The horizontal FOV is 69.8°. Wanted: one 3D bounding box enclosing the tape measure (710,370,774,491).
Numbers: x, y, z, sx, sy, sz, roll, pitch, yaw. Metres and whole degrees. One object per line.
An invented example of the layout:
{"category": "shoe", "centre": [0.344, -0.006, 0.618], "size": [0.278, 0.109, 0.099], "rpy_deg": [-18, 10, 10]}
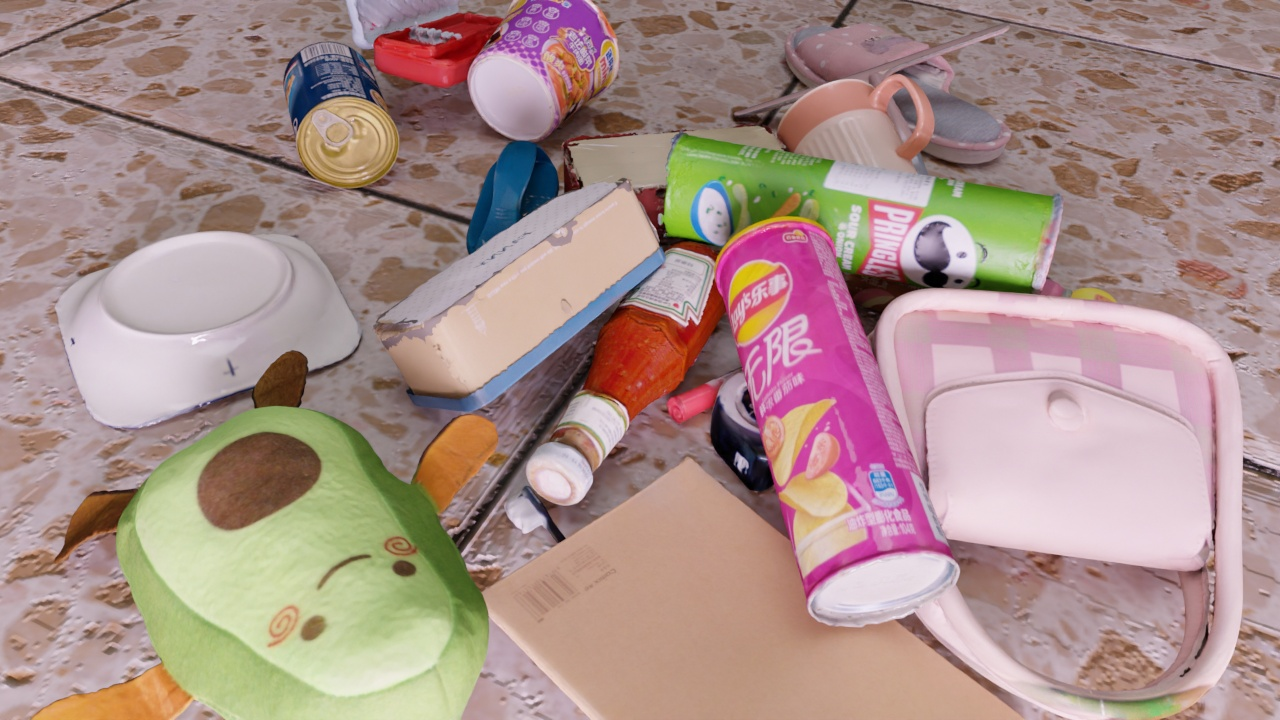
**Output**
{"category": "tape measure", "centre": [0.074, 0.036, 0.528], "size": [0.065, 0.034, 0.066], "rpy_deg": [-18, 49, -26]}

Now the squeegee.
{"category": "squeegee", "centre": [0.211, -0.173, 0.740], "size": [0.248, 0.040, 0.249], "rpy_deg": [-16, 54, 11]}

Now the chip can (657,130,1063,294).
{"category": "chip can", "centre": [0.131, -0.090, 0.574], "size": [0.236, 0.072, 0.072], "rpy_deg": [14, 42, 16]}

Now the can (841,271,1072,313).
{"category": "can", "centre": [0.204, -0.047, 0.615], "size": [0.147, 0.058, 0.057], "rpy_deg": [23, 45, 19]}

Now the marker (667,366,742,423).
{"category": "marker", "centre": [0.079, 0.005, 0.576], "size": [0.145, 0.017, 0.017], "rpy_deg": [-23, 49, -28]}

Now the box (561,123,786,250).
{"category": "box", "centre": [0.029, -0.132, 0.681], "size": [0.168, 0.076, 0.091], "rpy_deg": [-8, 42, -13]}

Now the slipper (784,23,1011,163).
{"category": "slipper", "centre": [0.238, -0.271, 0.872], "size": [0.114, 0.055, 0.274], "rpy_deg": [-18, 47, -24]}

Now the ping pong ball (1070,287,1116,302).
{"category": "ping pong ball", "centre": [0.301, -0.029, 0.617], "size": [0.040, 0.040, 0.040], "rpy_deg": [3, 42, -3]}

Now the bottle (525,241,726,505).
{"category": "bottle", "centre": [-0.003, 0.003, 0.538], "size": [0.060, 0.060, 0.205], "rpy_deg": [19, 44, 15]}

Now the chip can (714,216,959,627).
{"category": "chip can", "centre": [0.092, 0.023, 0.469], "size": [0.071, 0.072, 0.210], "rpy_deg": [-3, 51, -9]}

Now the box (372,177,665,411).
{"category": "box", "centre": [-0.073, -0.039, 0.542], "size": [0.183, 0.060, 0.090], "rpy_deg": [-42, 26, -28]}

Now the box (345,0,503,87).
{"category": "box", "centre": [-0.180, -0.318, 0.818], "size": [0.119, 0.098, 0.200], "rpy_deg": [16, 29, 6]}

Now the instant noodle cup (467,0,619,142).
{"category": "instant noodle cup", "centre": [-0.089, -0.247, 0.782], "size": [0.111, 0.112, 0.099], "rpy_deg": [19, 51, 15]}

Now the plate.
{"category": "plate", "centre": [-0.274, -0.037, 0.577], "size": [0.164, 0.034, 0.163], "rpy_deg": [-21, 48, -27]}

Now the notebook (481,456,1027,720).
{"category": "notebook", "centre": [0.049, 0.136, 0.412], "size": [0.211, 0.012, 0.149], "rpy_deg": [36, 42, 29]}

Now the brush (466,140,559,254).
{"category": "brush", "centre": [-0.088, -0.110, 0.647], "size": [0.055, 0.074, 0.143], "rpy_deg": [7, 41, -2]}

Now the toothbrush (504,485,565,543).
{"category": "toothbrush", "centre": [-0.014, 0.122, 0.437], "size": [0.018, 0.016, 0.181], "rpy_deg": [-28, 50, -24]}

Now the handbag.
{"category": "handbag", "centre": [0.212, 0.073, 0.475], "size": [0.193, 0.094, 0.233], "rpy_deg": [7, 49, 3]}

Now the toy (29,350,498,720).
{"category": "toy", "centre": [-0.156, 0.088, 0.407], "size": [0.247, 0.090, 0.226], "rpy_deg": [31, 56, 31]}

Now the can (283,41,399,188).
{"category": "can", "centre": [-0.239, -0.197, 0.728], "size": [0.075, 0.075, 0.111], "rpy_deg": [-12, 44, -18]}

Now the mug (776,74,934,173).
{"category": "mug", "centre": [0.167, -0.151, 0.676], "size": [0.081, 0.115, 0.105], "rpy_deg": [11, 49, -37]}
